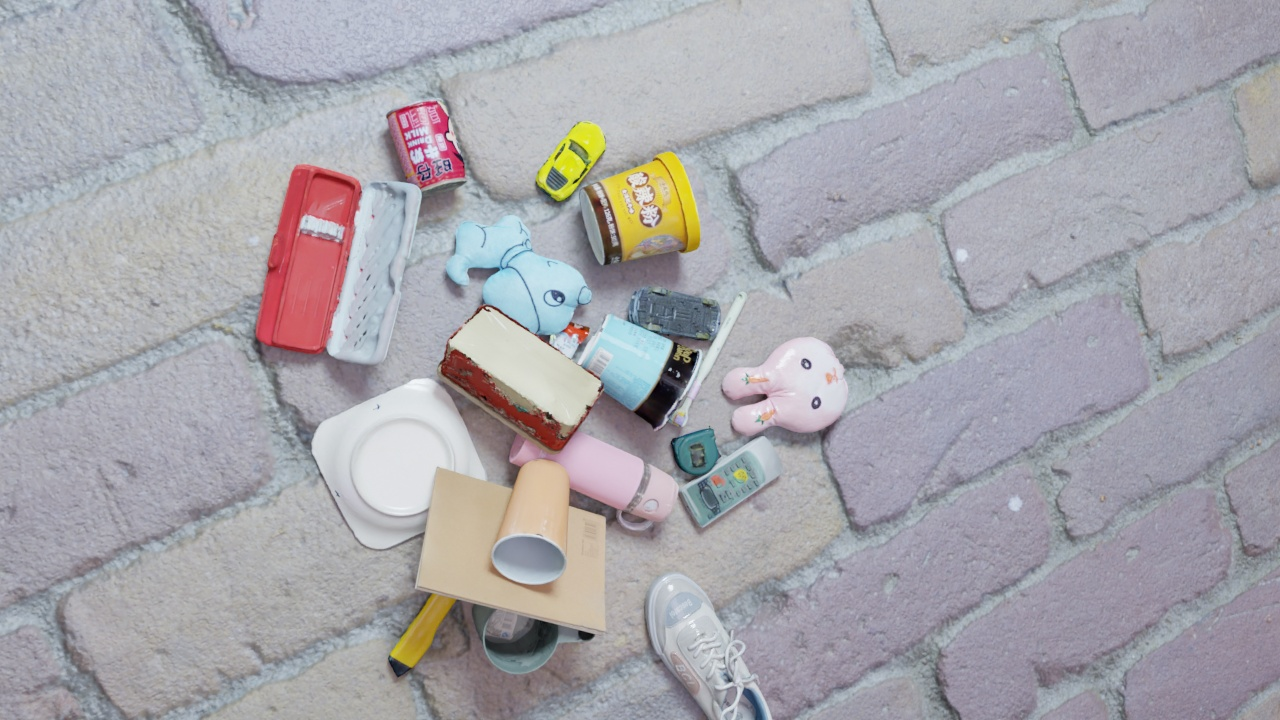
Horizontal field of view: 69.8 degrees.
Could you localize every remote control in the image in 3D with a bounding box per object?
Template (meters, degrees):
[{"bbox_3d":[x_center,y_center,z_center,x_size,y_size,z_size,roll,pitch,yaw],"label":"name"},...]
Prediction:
[{"bbox_3d":[0.115,0.150,1.149,0.135,0.019,0.056,-31,99,-15],"label":"remote control"}]

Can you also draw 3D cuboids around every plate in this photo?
[{"bbox_3d":[-0.264,0.116,1.022,0.164,0.034,0.163,-27,98,-17],"label":"plate"}]

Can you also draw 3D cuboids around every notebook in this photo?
[{"bbox_3d":[-0.132,0.206,1.000,0.211,0.012,0.149,20,43,-21],"label":"notebook"}]

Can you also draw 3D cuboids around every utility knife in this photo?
[{"bbox_3d":[-0.235,0.289,1.042,0.033,0.015,0.153,39,78,-20],"label":"utility knife"}]

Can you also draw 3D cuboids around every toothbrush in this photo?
[{"bbox_3d":[0.086,-0.004,1.140,0.189,0.029,0.020,-61,148,-10],"label":"toothbrush"}]

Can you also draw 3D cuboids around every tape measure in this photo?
[{"bbox_3d":[0.069,0.114,1.132,0.058,0.025,0.054,-16,94,-16],"label":"tape measure"}]

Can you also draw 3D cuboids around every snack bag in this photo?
[{"bbox_3d":[-0.099,-0.001,1.077,0.048,0.026,0.104,23,84,-3],"label":"snack bag"}]

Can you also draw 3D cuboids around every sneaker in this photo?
[{"bbox_3d":[0.085,0.369,1.104,0.089,0.091,0.242,-32,99,-16],"label":"sneaker"}]

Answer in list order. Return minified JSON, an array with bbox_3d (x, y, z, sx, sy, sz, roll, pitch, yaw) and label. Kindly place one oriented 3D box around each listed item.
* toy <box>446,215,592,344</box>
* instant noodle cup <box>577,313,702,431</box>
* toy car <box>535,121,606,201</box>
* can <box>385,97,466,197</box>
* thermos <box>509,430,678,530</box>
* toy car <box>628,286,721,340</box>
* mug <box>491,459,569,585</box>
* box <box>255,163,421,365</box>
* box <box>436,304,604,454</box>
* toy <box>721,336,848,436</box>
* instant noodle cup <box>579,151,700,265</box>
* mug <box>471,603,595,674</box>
[{"bbox_3d":[-0.137,-0.091,1.053,0.161,0.050,0.156,-10,89,-16],"label":"toy"},{"bbox_3d":[-0.006,0.006,1.072,0.120,0.111,0.111,29,81,-7],"label":"instant noodle cup"},{"bbox_3d":[-0.079,-0.237,1.080,0.048,0.032,0.105,38,78,-14],"label":"toy car"},{"bbox_3d":[-0.234,-0.233,1.012,0.066,0.066,0.094,-19,96,-17],"label":"can"},{"bbox_3d":[-0.056,0.135,1.076,0.198,0.067,0.087,27,112,-17],"label":"thermos"},{"bbox_3d":[0.043,-0.056,1.118,0.120,0.037,0.054,9,87,-27],"label":"toy car"},{"bbox_3d":[-0.111,0.169,0.988,0.078,0.122,0.078,2,127,2],"label":"mug"},{"bbox_3d":[-0.322,-0.102,0.988,0.160,0.065,0.201,11,86,3],"label":"box"},{"bbox_3d":[-0.130,0.017,1.004,0.168,0.078,0.091,34,49,3],"label":"box"},{"bbox_3d":[0.185,0.038,1.156,0.159,0.054,0.121,-18,95,-9],"label":"toy"},{"bbox_3d":[-0.004,-0.170,1.064,0.114,0.118,0.118,-17,95,-9],"label":"instant noodle cup"},{"bbox_3d":[-0.123,0.294,1.031,0.123,0.103,0.083,4,89,-19],"label":"mug"}]
